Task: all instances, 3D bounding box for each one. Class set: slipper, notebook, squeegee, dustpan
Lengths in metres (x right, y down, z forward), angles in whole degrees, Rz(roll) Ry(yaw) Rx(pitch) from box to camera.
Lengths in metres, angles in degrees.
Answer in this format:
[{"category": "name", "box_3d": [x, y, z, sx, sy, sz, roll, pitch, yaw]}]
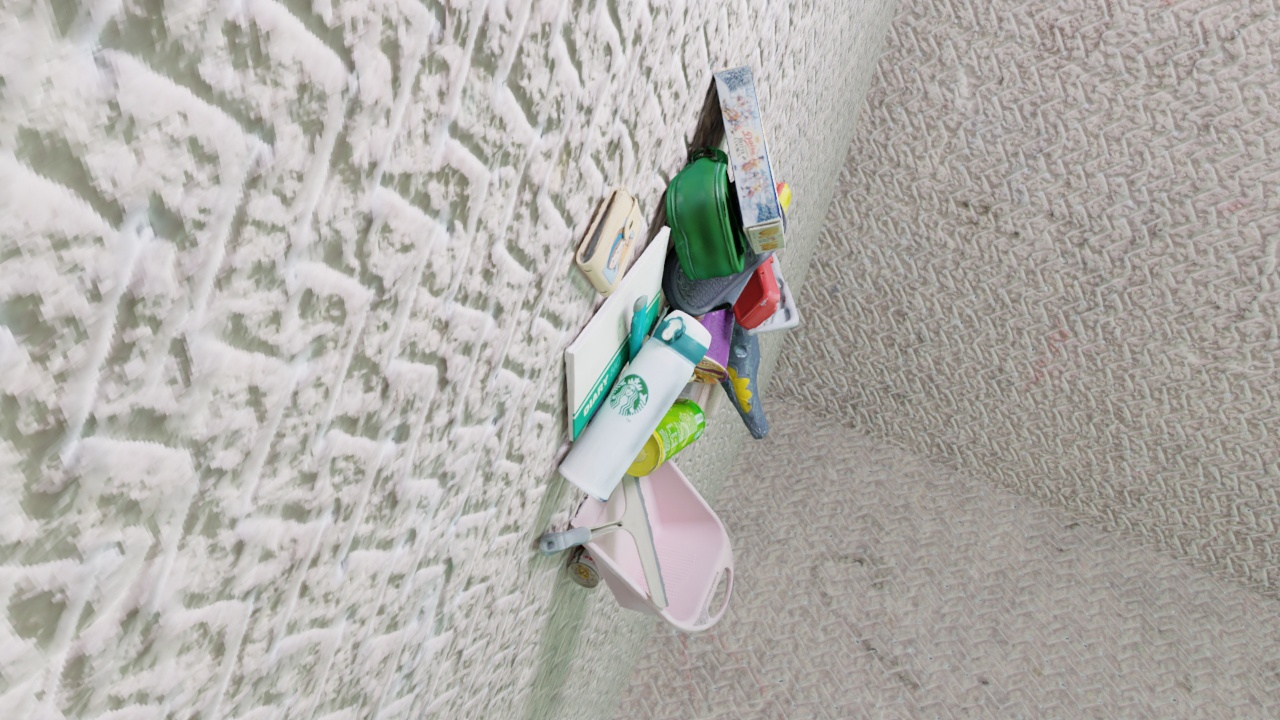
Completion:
[{"category": "slipper", "box_3d": [0.093, -0.150, 1.187, 0.267, 0.083, 0.111, -47, 117, -37]}, {"category": "notebook", "box_3d": [-0.025, -0.029, 0.993, 0.208, 0.012, 0.151, -56, 162, -35]}, {"category": "squeegee", "box_3d": [-0.065, 0.221, 1.168, 0.246, 0.039, 0.246, 0, 75, -60]}, {"category": "dustpan", "box_3d": [0.041, 0.249, 1.313, 0.221, 0.139, 0.274, -60, 143, -42]}]

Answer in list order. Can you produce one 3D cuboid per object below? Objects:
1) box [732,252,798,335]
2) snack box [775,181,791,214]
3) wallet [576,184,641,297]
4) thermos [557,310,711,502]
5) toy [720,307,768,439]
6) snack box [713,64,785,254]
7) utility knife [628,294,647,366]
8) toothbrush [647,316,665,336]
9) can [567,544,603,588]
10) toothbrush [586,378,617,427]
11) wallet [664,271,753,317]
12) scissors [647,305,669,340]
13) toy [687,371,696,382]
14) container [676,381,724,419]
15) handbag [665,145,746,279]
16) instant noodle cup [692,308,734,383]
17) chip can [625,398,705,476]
[{"category": "box", "box_3d": [0.166, -0.122, 1.309, 0.095, 0.091, 0.201, -47, -141, 35]}, {"category": "snack box", "box_3d": [0.182, -0.236, 1.419, 0.082, 0.080, 0.091, 35, 77, -79]}, {"category": "wallet", "box_3d": [-0.026, -0.112, 0.851, 0.087, 0.024, 0.115, -62, 167, -5]}, {"category": "thermos", "box_3d": [-0.004, 0.047, 1.023, 0.224, 0.073, 0.073, -55, 168, -1]}, {"category": "toy", "box_3d": [0.142, -0.059, 1.417, 0.137, 0.092, 0.355, 22, 59, -49]}, {"category": "snack box", "box_3d": [0.132, -0.229, 1.083, 0.178, 0.046, 0.182, 10, 69, -79]}, {"category": "utility knife", "box_3d": [-0.005, -0.027, 1.017, 0.029, 0.013, 0.161, -56, 167, -28]}, {"category": "toothbrush", "box_3d": [-0.013, 0.025, 1.194, 0.189, 0.016, 0.014, -63, 177, -8]}, {"category": "can", "box_3d": [-0.055, 0.267, 1.339, 0.132, 0.053, 0.053, -55, 163, -47]}, {"category": "toothbrush", "box_3d": [-0.025, -0.001, 1.084, 0.017, 0.014, 0.189, 121, -8, -86]}, {"category": "wallet", "box_3d": [0.090, -0.090, 1.238, 0.019, 0.121, 0.097, 57, 43, -22]}, {"category": "scissors", "box_3d": [-0.003, 0.004, 1.132, 0.173, 0.012, 0.128, -57, 172, -6]}, {"category": "toy", "box_3d": [0.024, 0.033, 1.275, 0.105, 0.066, 0.157, -24, 168, -1]}, {"category": "container", "box_3d": [0.077, 0.045, 1.452, 0.090, 0.090, 0.110, -70, 165, 9]}, {"category": "handbag", "box_3d": [0.077, -0.164, 1.046, 0.120, 0.068, 0.131, -77, 155, -49]}, {"category": "instant noodle cup", "box_3d": [0.082, -0.034, 1.301, 0.112, 0.111, 0.099, 80, 25, -69]}, {"category": "chip can", "box_3d": [0.031, 0.104, 1.291, 0.220, 0.072, 0.073, -20, 131, -68]}]
